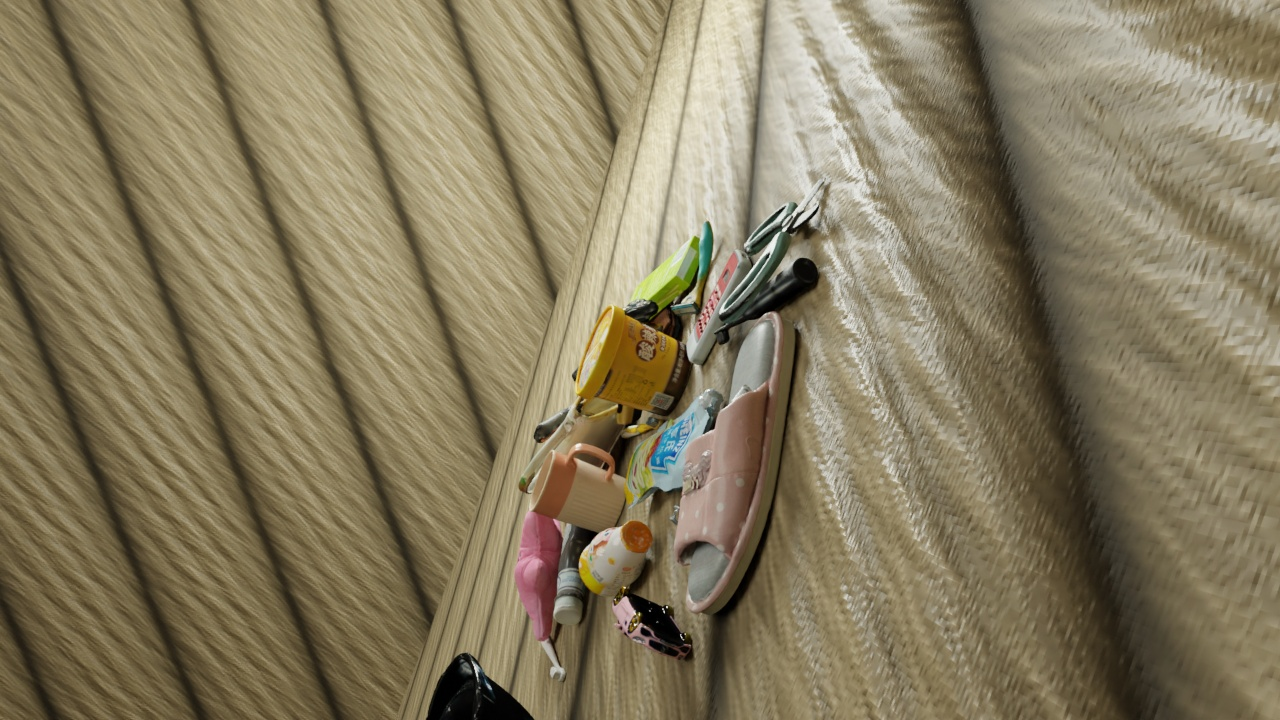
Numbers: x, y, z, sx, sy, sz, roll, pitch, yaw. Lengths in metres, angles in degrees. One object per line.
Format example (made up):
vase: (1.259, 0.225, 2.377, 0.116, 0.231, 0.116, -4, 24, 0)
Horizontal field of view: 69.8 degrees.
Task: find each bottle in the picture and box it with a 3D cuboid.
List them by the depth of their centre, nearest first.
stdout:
bottle: (-0.023, 0.207, 0.974, 0.109, 0.063, 0.063, 125, 162, -50)
bottle: (-0.086, 0.260, 1.217, 0.194, 0.044, 0.080, -85, 12, -51)

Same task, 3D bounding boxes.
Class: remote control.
remote control: (0.088, -0.060, 1.046, 0.055, 0.020, 0.136, -95, 29, -63)

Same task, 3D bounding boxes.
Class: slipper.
slipper: (0.074, 0.077, 0.777, 0.114, 0.054, 0.273, 137, 152, -64)

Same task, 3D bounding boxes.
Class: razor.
razor: (0.075, -0.120, 1.185, 0.043, 0.028, 0.132, -9, 61, 50)
razor: (-0.010, 0.002, 1.200, 0.062, 0.067, 0.167, -154, 70, -68)

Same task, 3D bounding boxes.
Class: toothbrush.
toothbrush: (0.114, -0.052, 0.900, 0.213, 0.026, 0.027, 138, 119, -68)
toothbrush: (-0.003, 0.088, 1.201, 0.192, 0.018, 0.016, 152, 140, -73)
toothbrush: (-0.120, 0.388, 1.209, 0.180, 0.016, 0.016, 176, 117, -77)

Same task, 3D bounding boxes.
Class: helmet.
helmet: (-0.190, 0.445, 0.912, 0.234, 0.230, 0.273, -37, 23, 53)

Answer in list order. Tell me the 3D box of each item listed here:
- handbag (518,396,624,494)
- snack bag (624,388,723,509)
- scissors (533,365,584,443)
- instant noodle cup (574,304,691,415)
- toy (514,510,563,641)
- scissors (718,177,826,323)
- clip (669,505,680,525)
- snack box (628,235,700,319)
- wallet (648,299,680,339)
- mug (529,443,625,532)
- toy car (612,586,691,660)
handbag: (-0.102, 0.116, 1.281, 0.178, 0.063, 0.164, -25, -31, -52)
snack bag: (0.033, 0.098, 0.979, 0.110, 0.039, 0.191, -62, 8, -26)
scissors: (-0.078, 0.050, 1.359, 0.220, 0.022, 0.228, -43, -16, -30)
instant noodle cup: (-0.007, 0.007, 1.122, 0.118, 0.114, 0.118, -160, 91, -79)
toy: (-0.138, 0.276, 1.297, 0.194, 0.074, 0.179, -92, 1, -71)
scissors: (0.122, -0.106, 0.907, 0.171, 0.019, 0.170, -55, 7, -3)
clip: (0.040, 0.151, 0.879, 0.036, 0.026, 0.058, -63, 5, -8)
snack box: (0.029, -0.103, 1.279, 0.157, 0.026, 0.085, -38, 22, 49)
wallet: (0.022, -0.031, 1.275, 0.101, 0.032, 0.124, -61, 14, 19)
mug: (-0.074, 0.159, 1.178, 0.081, 0.106, 0.115, -91, 25, -61)
toy car: (0.006, 0.235, 0.809, 0.037, 0.056, 0.122, -65, 12, -2)
